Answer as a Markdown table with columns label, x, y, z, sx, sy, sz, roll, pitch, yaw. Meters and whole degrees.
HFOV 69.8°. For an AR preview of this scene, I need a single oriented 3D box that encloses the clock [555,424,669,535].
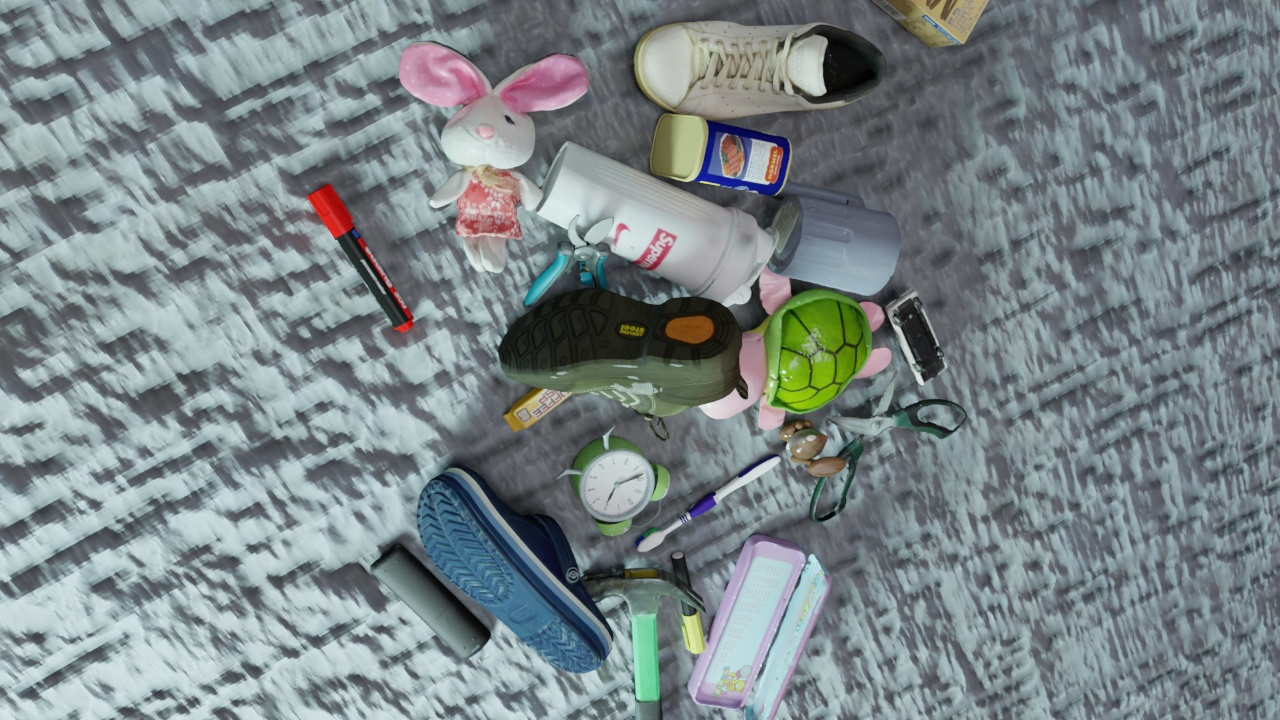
| label | x | y | z | sx | sy | sz | roll | pitch | yaw |
| --- | --- | --- | --- | --- | --- | --- | --- | --- | --- |
| clock | -0.023 | 0.127 | 0.946 | 0.094 | 0.042 | 0.119 | -40 | 112 | -2 |

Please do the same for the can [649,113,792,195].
| label | x | y | z | sx | sy | sz | roll | pitch | yaw |
| --- | --- | --- | --- | --- | --- | --- | --- | --- | --- |
| can | 0.073 | -0.189 | 0.846 | 0.092 | 0.116 | 0.056 | 6 | 103 | -22 |

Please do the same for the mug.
| label | x | y | z | sx | sy | sz | roll | pitch | yaw |
| --- | --- | --- | --- | --- | --- | --- | --- | --- | --- |
| mug | 0.182 | -0.128 | 0.903 | 0.104 | 0.123 | 0.084 | 9 | 139 | -18 |

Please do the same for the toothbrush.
| label | x | y | z | sx | sy | sz | roll | pitch | yaw |
| --- | --- | --- | --- | --- | --- | --- | --- | --- | --- |
| toothbrush | 0.074 | 0.154 | 0.999 | 0.186 | 0.016 | 0.015 | -32 | 112 | -9 |

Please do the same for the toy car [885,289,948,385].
| label | x | y | z | sx | sy | sz | roll | pitch | yaw |
| --- | --- | --- | --- | --- | --- | --- | --- | --- | --- |
| toy car | 0.298 | -0.027 | 1.002 | 0.039 | 0.039 | 0.113 | -35 | 118 | -5 |

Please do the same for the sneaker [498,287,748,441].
| label | x | y | z | sx | sy | sz | roll | pitch | yaw |
| --- | --- | --- | --- | --- | --- | --- | --- | --- | --- |
| sneaker | -0.005 | 0.005 | 0.867 | 0.143 | 0.238 | 0.100 | 56 | 42 | -52 |

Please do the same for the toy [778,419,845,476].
| label | x | y | z | sx | sy | sz | roll | pitch | yaw |
| --- | --- | --- | --- | --- | --- | --- | --- | --- | --- |
| toy | 0.178 | 0.090 | 0.973 | 0.041 | 0.102 | 0.055 | -8 | 91 | -9 |

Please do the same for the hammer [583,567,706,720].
| label | x | y | z | sx | sy | sz | roll | pitch | yaw |
| --- | --- | --- | --- | --- | --- | --- | --- | --- | --- |
| hammer | 0.009 | 0.375 | 1.028 | 0.130 | 0.032 | 0.319 | -4 | 110 | -5 |

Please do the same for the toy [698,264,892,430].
| label | x | y | z | sx | sy | sz | roll | pitch | yaw |
| --- | --- | --- | --- | --- | --- | --- | --- | --- | --- |
| toy | 0.156 | -0.005 | 0.940 | 0.237 | 0.087 | 0.190 | -10 | 119 | -20 |

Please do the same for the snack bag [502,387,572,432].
| label | x | y | z | sx | sy | sz | roll | pitch | yaw |
| --- | --- | --- | --- | --- | --- | --- | --- | --- | --- |
| snack bag | -0.091 | 0.034 | 0.910 | 0.099 | 0.020 | 0.026 | -37 | 114 | -4 |

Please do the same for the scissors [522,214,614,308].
| label | x | y | z | sx | sy | sz | roll | pitch | yaw |
| --- | --- | --- | --- | --- | --- | --- | --- | --- | --- |
| scissors | -0.064 | -0.083 | 0.847 | 0.124 | 0.019 | 0.156 | -17 | 151 | 12 |

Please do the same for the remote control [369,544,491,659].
| label | x | y | z | sx | sy | sz | roll | pitch | yaw |
| --- | --- | --- | --- | --- | --- | --- | --- | --- | --- |
| remote control | -0.212 | 0.249 | 0.935 | 0.041 | 0.020 | 0.152 | -40 | 112 | -4 |

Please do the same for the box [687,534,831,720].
| label | x | y | z | sx | sy | sz | roll | pitch | yaw |
| --- | --- | --- | --- | --- | --- | --- | --- | --- | --- |
| box | 0.138 | 0.313 | 1.023 | 0.089 | 0.092 | 0.214 | 17 | 100 | -21 |

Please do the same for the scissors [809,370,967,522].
| label | x | y | z | sx | sy | sz | roll | pitch | yaw |
| --- | --- | --- | --- | --- | --- | --- | --- | --- | --- |
| scissors | 0.272 | 0.103 | 1.035 | 0.201 | 0.015 | 0.202 | 9 | 115 | -29 |

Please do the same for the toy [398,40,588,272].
| label | x | y | z | sx | sy | sz | roll | pitch | yaw |
| --- | --- | --- | --- | --- | --- | --- | --- | --- | --- |
| toy | -0.133 | -0.175 | 0.802 | 0.159 | 0.084 | 0.194 | 5 | 104 | -10 |

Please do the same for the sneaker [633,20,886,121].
| label | x | y | z | sx | sy | sz | roll | pitch | yaw |
| --- | --- | --- | --- | --- | --- | --- | --- | --- | --- |
| sneaker | 0.118 | -0.265 | 0.843 | 0.241 | 0.102 | 0.089 | -4 | 107 | -15 |

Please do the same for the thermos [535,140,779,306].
| label | x | y | z | sx | sy | sz | roll | pitch | yaw |
| --- | --- | --- | --- | --- | --- | --- | --- | --- | --- |
| thermos | 0.014 | -0.125 | 0.863 | 0.220 | 0.099 | 0.099 | 22 | 98 | -17 |

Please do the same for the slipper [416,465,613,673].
| label | x | y | z | sx | sy | sz | roll | pitch | yaw |
| --- | --- | --- | --- | --- | --- | --- | --- | --- | --- |
| slipper | -0.119 | 0.203 | 0.916 | 0.253 | 0.105 | 0.095 | 50 | 45 | -10 |

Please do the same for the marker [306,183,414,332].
| label | x | y | z | sx | sy | sz | roll | pitch | yaw |
| --- | --- | --- | --- | --- | --- | --- | --- | --- | --- |
| marker | -0.248 | -0.090 | 0.825 | 0.023 | 0.021 | 0.145 | -45 | 117 | -34 |

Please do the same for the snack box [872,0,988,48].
| label | x | y | z | sx | sy | sz | roll | pitch | yaw |
| --- | --- | --- | --- | --- | --- | --- | --- | --- | --- |
| snack box | 0.237 | -0.379 | 0.872 | 0.206 | 0.057 | 0.056 | 28 | 94 | -22 |

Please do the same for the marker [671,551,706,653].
| label | x | y | z | sx | sy | sz | roll | pitch | yaw |
| --- | --- | --- | --- | --- | --- | --- | --- | --- | --- |
| marker | 0.051 | 0.271 | 1.025 | 0.021 | 0.017 | 0.124 | -16 | 108 | -13 |
